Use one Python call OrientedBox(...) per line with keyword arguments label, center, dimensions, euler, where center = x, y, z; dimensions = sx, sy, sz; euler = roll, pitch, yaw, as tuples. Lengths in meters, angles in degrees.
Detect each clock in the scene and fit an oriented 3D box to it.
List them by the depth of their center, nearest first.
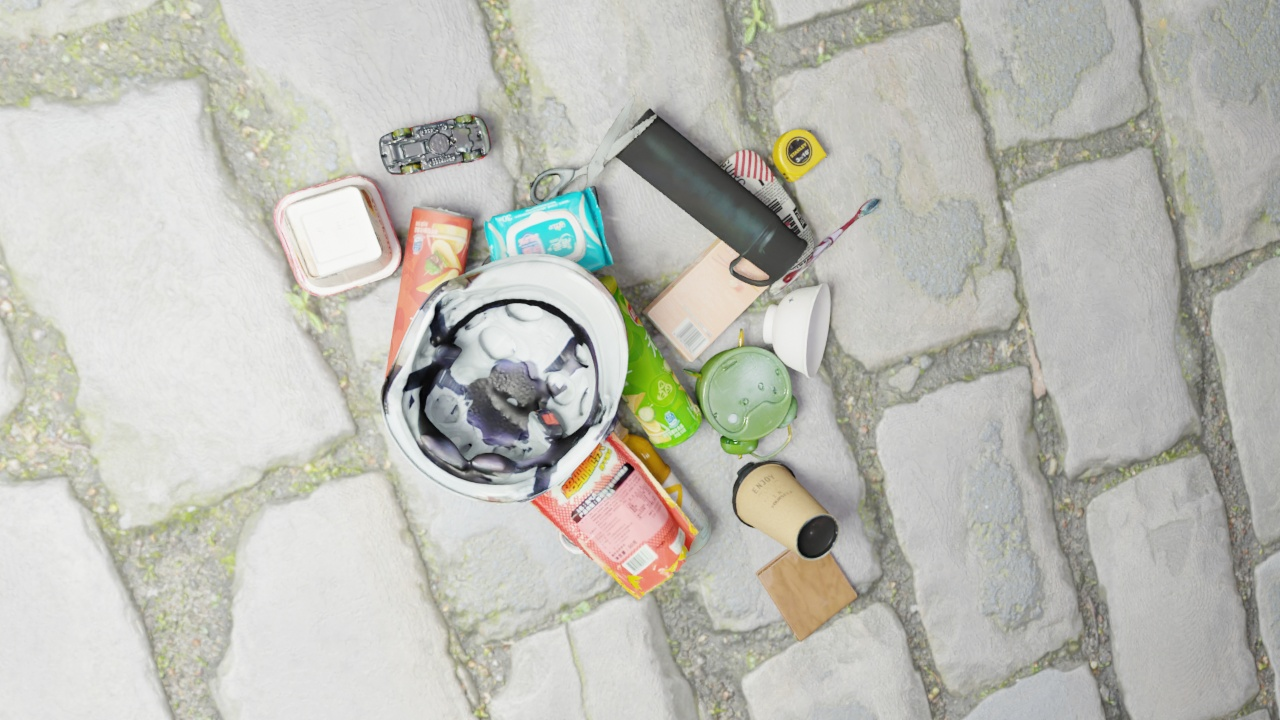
OrientedBox(label="clock", center=(0.132, 0.052, 1.139), dimensions=(0.116, 0.056, 0.161), euler=(-34, 103, -9))

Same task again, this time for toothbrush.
OrientedBox(label="toothbrush", center=(0.235, -0.145, 1.164), dimensions=(0.187, 0.017, 0.016), euler=(-41, 104, -8))

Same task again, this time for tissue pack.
OrientedBox(label="tissue pack", center=(-0.103, -0.131, 1.025), dimensions=(0.133, 0.050, 0.093), euler=(-19, 92, -9))

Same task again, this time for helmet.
OrientedBox(label="helmet", center=(-0.134, 0.024, 0.961), dimensions=(0.229, 0.146, 0.258), euler=(31, 77, -1))

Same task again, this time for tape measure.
OrientedBox(label="tape measure", center=(0.192, -0.256, 1.134), dimensions=(0.060, 0.029, 0.057), euler=(-41, 105, -8))

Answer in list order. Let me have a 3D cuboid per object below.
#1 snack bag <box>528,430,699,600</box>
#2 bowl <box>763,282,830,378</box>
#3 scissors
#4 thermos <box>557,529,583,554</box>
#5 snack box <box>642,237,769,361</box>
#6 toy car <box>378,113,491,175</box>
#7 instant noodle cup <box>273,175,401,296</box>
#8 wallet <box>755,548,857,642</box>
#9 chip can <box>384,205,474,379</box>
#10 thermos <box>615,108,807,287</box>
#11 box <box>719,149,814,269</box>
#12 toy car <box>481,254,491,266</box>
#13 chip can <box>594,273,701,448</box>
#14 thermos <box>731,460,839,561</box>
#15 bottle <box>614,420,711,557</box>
OrientedBox(label="snack bag", center=(-0.035, 0.164, 1.040), dimensions=(0.208, 0.073, 0.128), euler=(46, 76, -10))
OrientedBox(label="bowl", center=(0.189, -0.040, 1.132), dimensions=(0.065, 0.118, 0.118), euler=(9, 95, 23))
OrientedBox(label="scissors", center=(-0.050, -0.218, 1.044), dimensions=(0.165, 0.014, 0.163), euler=(-6, 118, 7))
OrientedBox(label="thermos", center=(-0.099, 0.144, 1.087), dimensions=(0.087, 0.067, 0.198), euler=(-28, 106, 20))
OrientedBox(label="snack box", center=(0.086, -0.082, 1.126), dimensions=(0.157, 0.026, 0.084), euler=(-44, 104, -7))
OrientedBox(label="toy car", center=(-0.226, -0.238, 1.014), dimensions=(0.120, 0.045, 0.053), euler=(-13, 101, -8))
OrientedBox(label="instant noodle cup", center=(-0.318, -0.131, 0.961), dimensions=(0.116, 0.124, 0.116), euler=(-20, 101, -13))
OrientedBox(label="wallet", center=(0.219, 0.297, 1.210), dimensions=(0.101, 0.020, 0.115), euler=(-35, 101, -10))
OrientedBox(label="chip can", center=(-0.235, -0.059, 1.019), dimensions=(0.073, 0.073, 0.216), euler=(10, 93, -16))
OrientedBox(label="thermos", center=(0.077, -0.182, 1.074), dimensions=(0.242, 0.068, 0.090), euler=(39, 112, -5))
OrientedBox(label="box", center=(0.153, -0.184, 1.130), dimensions=(0.068, 0.051, 0.164), euler=(-35, 103, 5))
OrientedBox(label="toy car", center=(-0.128, -0.084, 1.064), dimensions=(0.122, 0.037, 0.056), euler=(26, 82, -9))
OrientedBox(label="chip can", center=(-0.006, 0.006, 1.069), dimensions=(0.072, 0.072, 0.221), euler=(-38, 115, -9))
OrientedBox(label="thermos", center=(0.177, 0.185, 1.127), dimensions=(0.093, 0.143, 0.093), euler=(-7, 109, -21))
OrientedBox(label="bottle", center=(0.012, 0.154, 1.111), dimensions=(0.068, 0.068, 0.189), euler=(-39, 104, -8))
